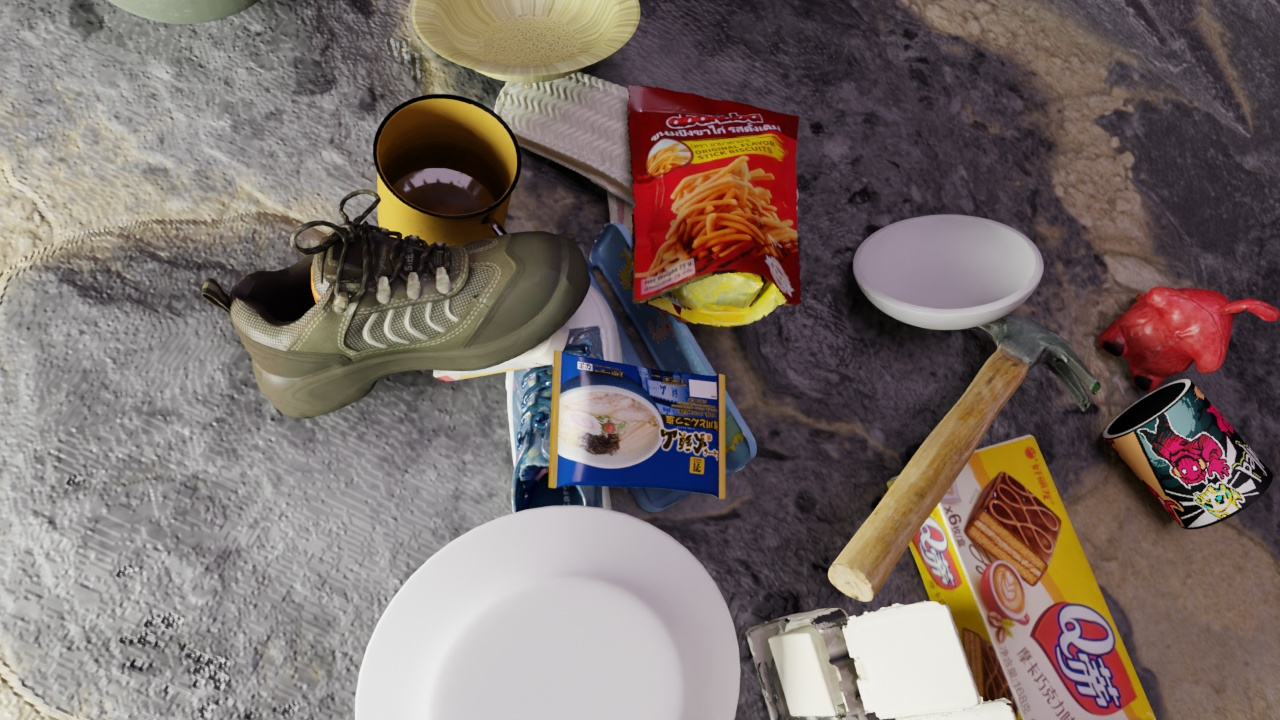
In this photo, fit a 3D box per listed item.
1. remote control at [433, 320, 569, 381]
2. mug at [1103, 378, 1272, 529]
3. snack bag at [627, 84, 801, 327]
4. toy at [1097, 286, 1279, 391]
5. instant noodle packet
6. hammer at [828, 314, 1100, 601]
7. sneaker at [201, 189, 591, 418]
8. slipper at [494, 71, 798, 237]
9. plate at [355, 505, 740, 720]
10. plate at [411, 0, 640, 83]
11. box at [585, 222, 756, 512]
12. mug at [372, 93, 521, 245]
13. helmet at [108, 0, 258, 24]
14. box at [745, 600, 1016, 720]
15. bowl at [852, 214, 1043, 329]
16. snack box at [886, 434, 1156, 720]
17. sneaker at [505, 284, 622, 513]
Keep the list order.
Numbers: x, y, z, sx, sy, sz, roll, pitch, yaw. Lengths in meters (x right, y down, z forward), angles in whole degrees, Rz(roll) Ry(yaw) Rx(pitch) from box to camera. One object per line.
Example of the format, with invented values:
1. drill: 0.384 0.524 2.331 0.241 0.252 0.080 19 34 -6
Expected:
1. remote control: -0.100 -0.010 0.642 0.018 0.126 0.038 36 57 -40
2. mug: 0.472 0.073 0.790 0.098 0.082 0.117 52 42 7
3. snack bag: 0.055 -0.124 0.696 0.139 0.067 0.207 3 56 -1
4. toy: 0.486 -0.041 0.808 0.093 0.133 0.088 -36 93 -33
5. instant noodle packet: 0.001 0.044 0.609 0.134 0.026 0.087 8 76 -30
6. hammer: 0.237 0.061 0.687 0.132 0.033 0.329 32 50 23
7. sneaker: -0.161 -0.060 0.582 0.238 0.143 0.101 -18 45 5
8. slipper: 0.001 -0.159 0.756 0.263 0.052 0.114 27 69 7
9. plate: -0.050 0.210 0.567 0.242 0.016 0.242 -1 96 -15
10. plate: -0.094 -0.276 0.763 0.184 0.036 0.184 1 52 -2
11. box: -0.005 0.005 0.681 0.072 0.086 0.209 -23 77 -34
12. mug: -0.137 -0.117 0.676 0.100 0.094 0.123 -37 82 -25
13. helmet: -0.342 -0.355 0.674 0.227 0.154 0.267 9 73 -14
14. box: 0.149 0.227 0.584 0.057 0.188 0.144 -7 75 -35
15. bowl: 0.256 -0.067 0.772 0.149 0.043 0.149 -7 38 6
16. snack box: 0.287 0.182 0.702 0.110 0.062 0.230 -12 73 -19
17. sneaker: -0.062 0.049 0.630 0.087 0.079 0.235 -7 74 16
